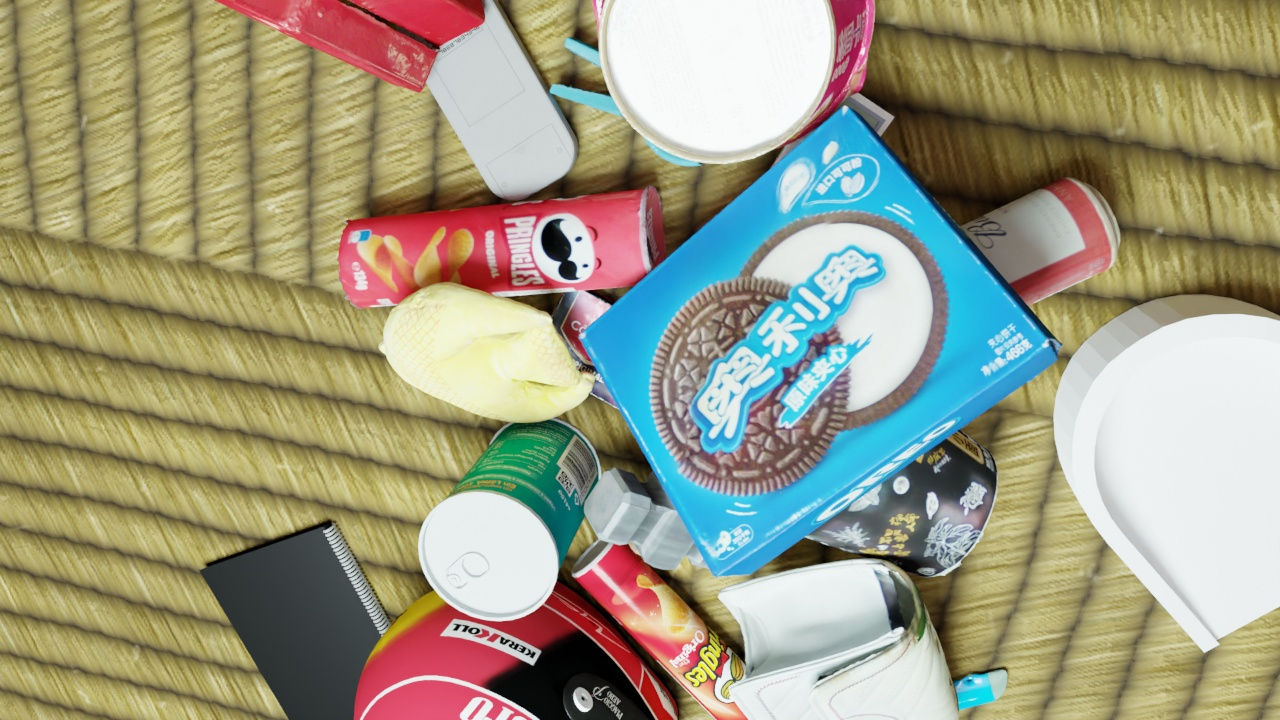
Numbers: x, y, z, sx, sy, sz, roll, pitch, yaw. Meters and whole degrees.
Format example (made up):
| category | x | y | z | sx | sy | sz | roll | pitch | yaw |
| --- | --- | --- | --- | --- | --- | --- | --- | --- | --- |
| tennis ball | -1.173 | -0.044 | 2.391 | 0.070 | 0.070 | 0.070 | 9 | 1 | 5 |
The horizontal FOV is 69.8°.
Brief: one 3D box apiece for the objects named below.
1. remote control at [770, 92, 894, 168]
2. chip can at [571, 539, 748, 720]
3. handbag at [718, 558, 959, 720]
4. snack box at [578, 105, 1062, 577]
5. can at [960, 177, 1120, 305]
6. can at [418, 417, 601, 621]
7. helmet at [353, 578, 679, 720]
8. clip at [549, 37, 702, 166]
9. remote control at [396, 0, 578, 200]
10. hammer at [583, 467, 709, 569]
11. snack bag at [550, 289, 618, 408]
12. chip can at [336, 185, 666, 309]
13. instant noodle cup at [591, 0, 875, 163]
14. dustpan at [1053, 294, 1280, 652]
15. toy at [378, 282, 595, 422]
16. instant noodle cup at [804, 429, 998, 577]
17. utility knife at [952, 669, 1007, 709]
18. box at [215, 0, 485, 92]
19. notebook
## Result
| category | x | y | z | sx | sy | sz | roll | pitch | yaw |
| --- | --- | --- | --- | --- | --- | --- | --- | --- | --- |
| remote control | 0.112 | -0.122 | 0.642 | 0.049 | 0.024 | 0.144 | 33 | 113 | -2 |
| chip can | 0.034 | 0.234 | 0.760 | 0.052 | 0.051 | 0.214 | -41 | 97 | 20 |
| handbag | 0.152 | 0.231 | 0.671 | 0.142 | 0.096 | 0.198 | -17 | 136 | 17 |
| snack box | 0.098 | -0.010 | 0.577 | 0.239 | 0.056 | 0.195 | -40 | 63 | 18 |
| can | 0.222 | -0.057 | 0.607 | 0.170 | 0.067 | 0.067 | -26 | 102 | 7 |
| can | -0.093 | 0.113 | 0.694 | 0.099 | 0.143 | 0.099 | 3 | 108 | 9 |
| helmet | -0.097 | 0.300 | 0.717 | 0.271 | 0.224 | 0.198 | 45 | 110 | -4 |
| clip | 0.011 | -0.199 | 0.635 | 0.130 | 0.031 | 0.121 | 41 | 115 | -5 |
| remote control | -0.106 | -0.192 | 0.662 | 0.074 | 0.019 | 0.151 | -27 | 100 | 18 |
| hammer | 0.086 | 0.014 | 0.666 | 0.117 | 0.051 | 0.323 | 23 | 107 | -34 |
| snack bag | -0.004 | 0.004 | 0.710 | 0.155 | 0.018 | 0.075 | 29 | 112 | 2 |
| chip can | -0.101 | -0.080 | 0.671 | 0.233 | 0.073 | 0.073 | -3 | 107 | 13 |
| instant noodle cup | 0.050 | -0.197 | 0.554 | 0.179 | 0.077 | 0.179 | 7 | 124 | 10 |
| dustpan | 0.411 | 0.076 | 0.636 | 0.192 | 0.053 | 0.258 | -40 | 97 | 20 |
| toy | -0.119 | -0.001 | 0.676 | 0.155 | 0.064 | 0.170 | -2 | 150 | 20 |
| instant noodle cup | 0.175 | 0.083 | 0.648 | 0.112 | 0.137 | 0.137 | 27 | 111 | -10 |
| utility knife | 0.195 | 0.295 | 0.770 | 0.225 | 0.015 | 0.031 | -18 | 102 | 12 |
| box | -0.178 | -0.264 | 0.570 | 0.147 | 0.157 | 0.156 | 32 | 101 | 10 |
| notebook | -0.297 | 0.258 | 0.850 | 0.149 | 0.016 | 0.207 | -20 | 103 | 17 |
